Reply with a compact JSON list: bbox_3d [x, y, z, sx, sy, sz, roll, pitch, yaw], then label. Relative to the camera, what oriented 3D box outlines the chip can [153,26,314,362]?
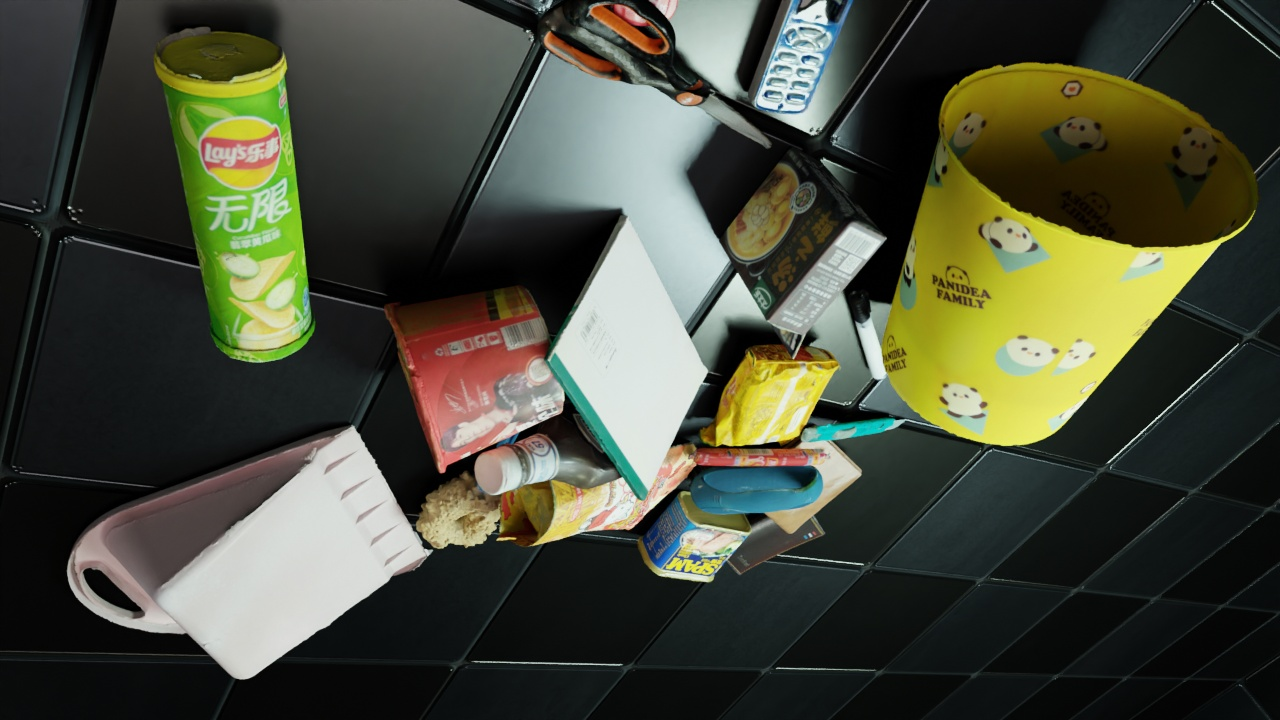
[{"bbox_3d":[-0.259,-0.097,0.602,0.072,0.072,0.222,-5,134,-19],"label":"chip can"}]

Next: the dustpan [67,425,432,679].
[{"bbox_3d":[-0.370,0.170,0.859,0.272,0.139,0.223,-38,141,-27],"label":"dustpan"}]

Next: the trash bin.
[{"bbox_3d":[0.326,-0.076,0.772,0.229,0.229,0.256,-10,140,-14],"label":"trash bin"}]

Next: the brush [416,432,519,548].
[{"bbox_3d":[-0.134,0.086,0.860,0.083,0.045,0.255,17,119,-30],"label":"brush"}]

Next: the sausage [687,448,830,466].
[{"bbox_3d":[0.125,0.100,0.950,0.155,0.020,0.020,1,132,-11],"label":"sausage"}]

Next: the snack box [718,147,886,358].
[{"bbox_3d":[0.123,-0.087,0.741,0.053,0.113,0.126,19,122,-34],"label":"snack box"}]

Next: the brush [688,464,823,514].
[{"bbox_3d":[0.124,0.136,0.969,0.144,0.073,0.055,-3,105,-7],"label":"brush"}]

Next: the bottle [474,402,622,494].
[{"bbox_3d":[-0.061,0.076,0.801,0.194,0.080,0.044,-13,148,-50],"label":"bottle"}]

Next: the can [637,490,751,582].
[{"bbox_3d":[0.062,0.198,1.031,0.102,0.057,0.083,17,121,-34],"label":"can"}]

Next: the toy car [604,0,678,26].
[{"bbox_3d":[0.008,-0.267,0.573,0.053,0.045,0.121,-4,135,-17],"label":"toy car"}]

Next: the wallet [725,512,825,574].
[{"bbox_3d":[0.156,0.214,1.114,0.122,0.020,0.096,-28,136,8],"label":"wallet"}]

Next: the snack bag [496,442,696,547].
[{"bbox_3d":[-0.039,0.134,0.907,0.207,0.073,0.129,3,132,-49],"label":"snack bag"}]

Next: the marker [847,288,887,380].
[{"bbox_3d":[0.230,-0.024,0.917,0.022,0.018,0.131,-35,136,-2],"label":"marker"}]

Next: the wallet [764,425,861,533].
[{"bbox_3d":[0.180,0.135,1.035,0.115,0.020,0.101,-42,122,14],"label":"wallet"}]

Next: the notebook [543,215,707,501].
[{"bbox_3d":[-0.005,0.005,0.774,0.012,0.150,0.209,8,147,31],"label":"notebook"}]

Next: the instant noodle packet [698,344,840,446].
[{"bbox_3d":[0.128,0.038,0.915,0.110,0.044,0.129,2,133,-27],"label":"instant noodle packet"}]

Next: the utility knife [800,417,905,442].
[{"bbox_3d":[0.233,0.075,0.998,0.171,0.013,0.029,-4,142,-37],"label":"utility knife"}]

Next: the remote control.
[{"bbox_3d":[0.118,-0.239,0.659,0.049,0.024,0.125,1,132,-24],"label":"remote control"}]

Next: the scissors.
[{"bbox_3d":[0.037,-0.195,0.640,0.234,0.021,0.125,11,164,-27],"label":"scissors"}]

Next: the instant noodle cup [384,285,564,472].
[{"bbox_3d":[-0.127,0.008,0.721,0.108,0.138,0.138,-18,136,-15],"label":"instant noodle cup"}]
